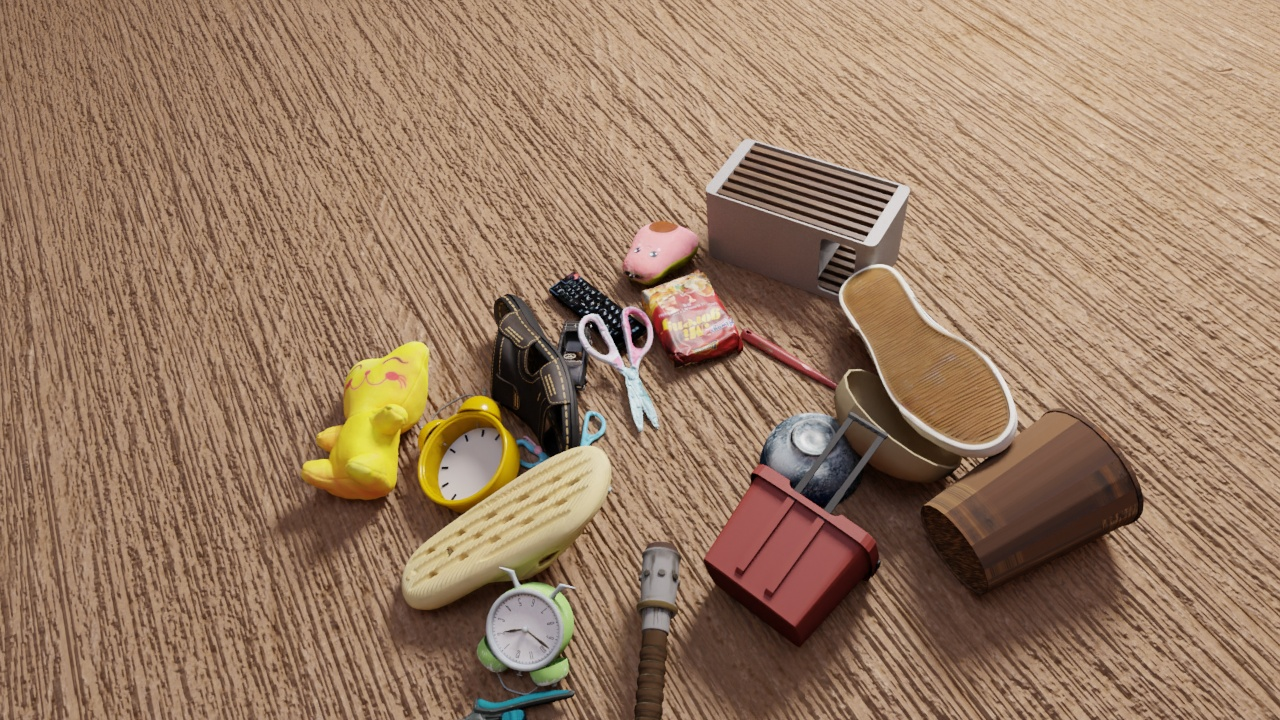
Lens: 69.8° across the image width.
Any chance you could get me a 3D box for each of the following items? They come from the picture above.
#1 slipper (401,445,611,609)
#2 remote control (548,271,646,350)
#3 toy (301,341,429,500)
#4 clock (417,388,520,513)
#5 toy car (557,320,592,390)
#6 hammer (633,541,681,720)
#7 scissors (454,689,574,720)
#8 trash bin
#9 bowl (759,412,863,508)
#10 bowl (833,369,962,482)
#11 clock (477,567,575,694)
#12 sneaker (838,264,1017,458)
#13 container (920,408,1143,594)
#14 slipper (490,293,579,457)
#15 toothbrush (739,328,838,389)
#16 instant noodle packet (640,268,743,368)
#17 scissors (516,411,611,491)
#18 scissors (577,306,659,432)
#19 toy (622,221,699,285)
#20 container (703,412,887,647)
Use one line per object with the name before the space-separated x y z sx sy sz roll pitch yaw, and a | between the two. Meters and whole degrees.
slipper | -0.130 0.191 0.963 0.262 0.079 0.111 -31 34 8
remote control | -0.056 -0.062 1.189 0.047 0.022 0.150 -37 55 -19
toy | -0.304 0.073 1.072 0.135 0.087 0.193 -20 44 30
clock | -0.198 0.105 1.046 0.113 0.052 0.151 -30 55 6
toy car | -0.084 -0.008 1.131 0.040 0.037 0.092 2 65 8
hammer | 0.006 0.318 0.834 0.190 0.101 0.324 1 53 8
scissors | -0.130 0.343 0.884 0.127 0.019 0.141 35 71 23
trash bin | 0.211 -0.177 1.182 0.229 0.115 0.114 23 59 23
bowl | 0.188 0.099 1.007 0.114 0.061 0.114 -4 52 5
bowl | 0.267 0.078 0.988 0.152 0.051 0.152 27 27 -15
clock | -0.110 0.269 0.906 0.094 0.042 0.119 14 89 13
sneaker | 0.328 0.013 1.022 0.121 0.127 0.294 -34 39 9
container | 0.379 0.146 0.911 0.167 0.132 0.132 -29 54 -8
slipper | -0.136 0.020 1.077 0.075 0.113 0.267 -14 46 -20
toothbrush | 0.199 0.008 1.103 0.190 0.016 0.016 33 63 28
instant noodle packet | 0.063 -0.053 1.155 0.098 0.040 0.135 -15 51 -13
scissors | -0.080 0.107 1.068 0.135 0.015 0.133 28 62 19
scissors | -0.027 0.014 1.107 0.103 0.016 0.178 -3 64 -12
toy | 0.023 -0.140 1.218 0.090 0.051 0.109 22 59 24
container | 0.171 0.163 0.917 0.148 0.127 0.200 33 73 27
